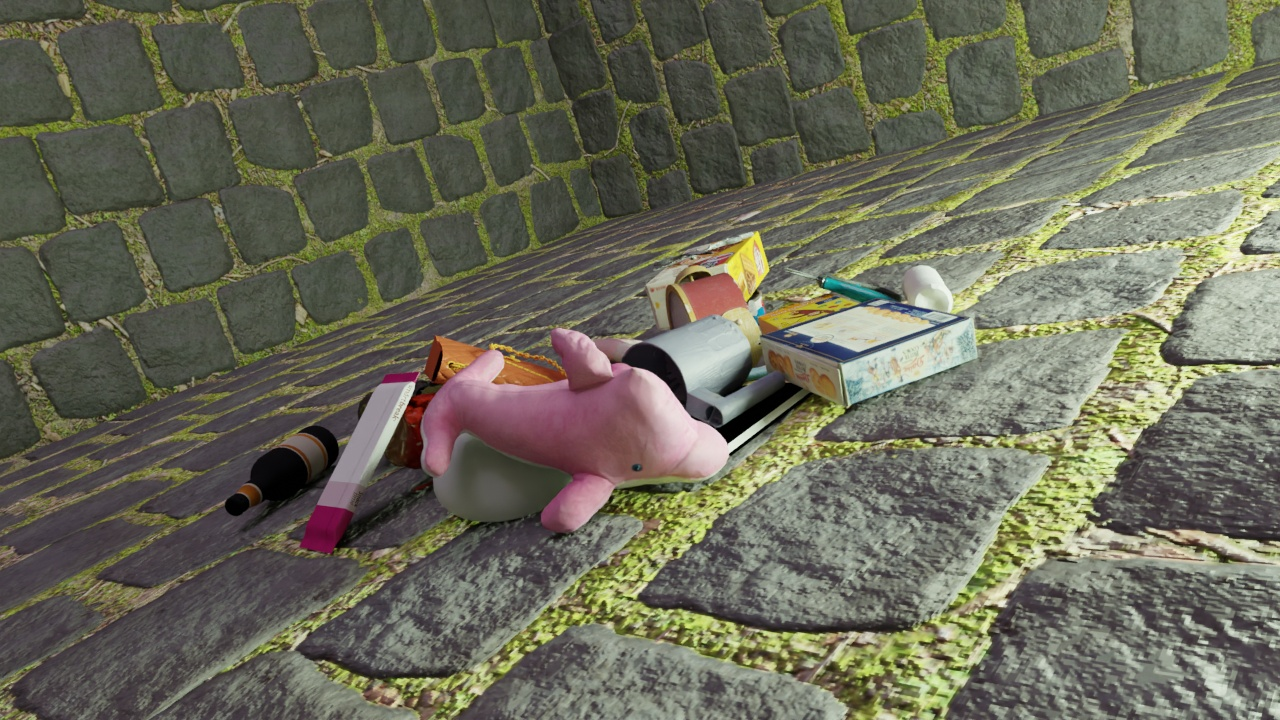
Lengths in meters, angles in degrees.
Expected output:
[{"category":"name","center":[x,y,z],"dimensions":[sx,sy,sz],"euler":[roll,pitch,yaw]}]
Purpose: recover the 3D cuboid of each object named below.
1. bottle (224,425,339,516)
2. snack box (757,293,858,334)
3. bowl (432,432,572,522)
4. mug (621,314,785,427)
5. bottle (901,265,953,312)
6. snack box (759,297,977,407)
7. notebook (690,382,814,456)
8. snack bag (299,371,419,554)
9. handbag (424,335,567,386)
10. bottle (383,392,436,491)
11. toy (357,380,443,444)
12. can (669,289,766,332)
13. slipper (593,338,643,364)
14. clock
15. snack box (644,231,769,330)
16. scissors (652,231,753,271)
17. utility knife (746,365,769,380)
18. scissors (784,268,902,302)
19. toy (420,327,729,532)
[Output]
[{"category":"bottle","center":[-0.432,0.136,1.098],"dimensions":[0.059,0.059,0.181],"euler":[-14,14,16]},{"category":"snack box","center":[0.193,-0.034,1.013],"dimensions":[0.088,0.040,0.126],"euler":[-19,13,-5]},{"category":"bowl","center":[-0.123,0.080,0.841],"dimensions":[0.149,0.043,0.149],"euler":[-8,35,6]},{"category":"mug","center":[0.060,0.015,0.865],"dimensions":[0.124,0.084,0.103],"euler":[24,34,35]},{"category":"bottle","center":[0.316,-0.078,1.021],"dimensions":[0.044,0.044,0.136],"euler":[-14,13,14]},{"category":"snack box","center":[0.210,-0.013,0.863],"dimensions":[0.145,0.043,0.144],"euler":[-18,18,-17]},{"category":"notebook","center":[0.043,0.058,0.891],"dimensions":[0.207,0.016,0.148],"euler":[-5,17,43]},{"category":"snack bag","center":[-0.279,0.098,0.916],"dimensions":[0.070,0.016,0.196],"euler":[-4,57,44]},{"category":"handbag","center":[-0.141,0.018,1.006],"dimensions":[0.171,0.060,0.109],"euler":[17,5,-20]},{"category":"bottle","center":[-0.210,0.080,0.972],"dimensions":[0.099,0.099,0.111],"euler":[-7,-3,40]},{"category":"toy","center":[-0.263,0.062,1.095],"dimensions":[0.153,0.078,0.179],"euler":[-13,-12,29]},{"category":"can","center":[0.100,-0.051,1.194],"dimensions":[0.130,0.044,0.130],"euler":[-17,13,4]},{"category":"slipper","center":[-0.006,0.006,1.044],"dimensions":[0.106,0.055,0.222],"euler":[8,-4,-14]},{"category":"clock","center":[0.081,-0.046,1.023],"dimensions":[0.081,0.117,0.158],"euler":[-17,33,-9]},{"category":"snack box","center":[0.094,-0.108,1.198],"dimensions":[0.110,0.062,0.229],"euler":[-13,14,21]},{"category":"scissors","center":[0.076,-0.139,1.179],"dimensions":[0.174,0.014,0.142],"euler":[-24,11,-34]},{"category":"utility knife","center":[0.121,0.014,0.951],"dimensions":[0.166,0.015,0.022],"euler":[-12,18,15]},{"category":"scissors","center":[0.247,-0.083,1.067],"dimensions":[0.124,0.019,0.155],"euler":[1,21,-44]},{"category":"toy","center":[-0.057,0.037,0.761],"dimensions":[0.266,0.128,0.186],"euler":[7,42,15]}]
